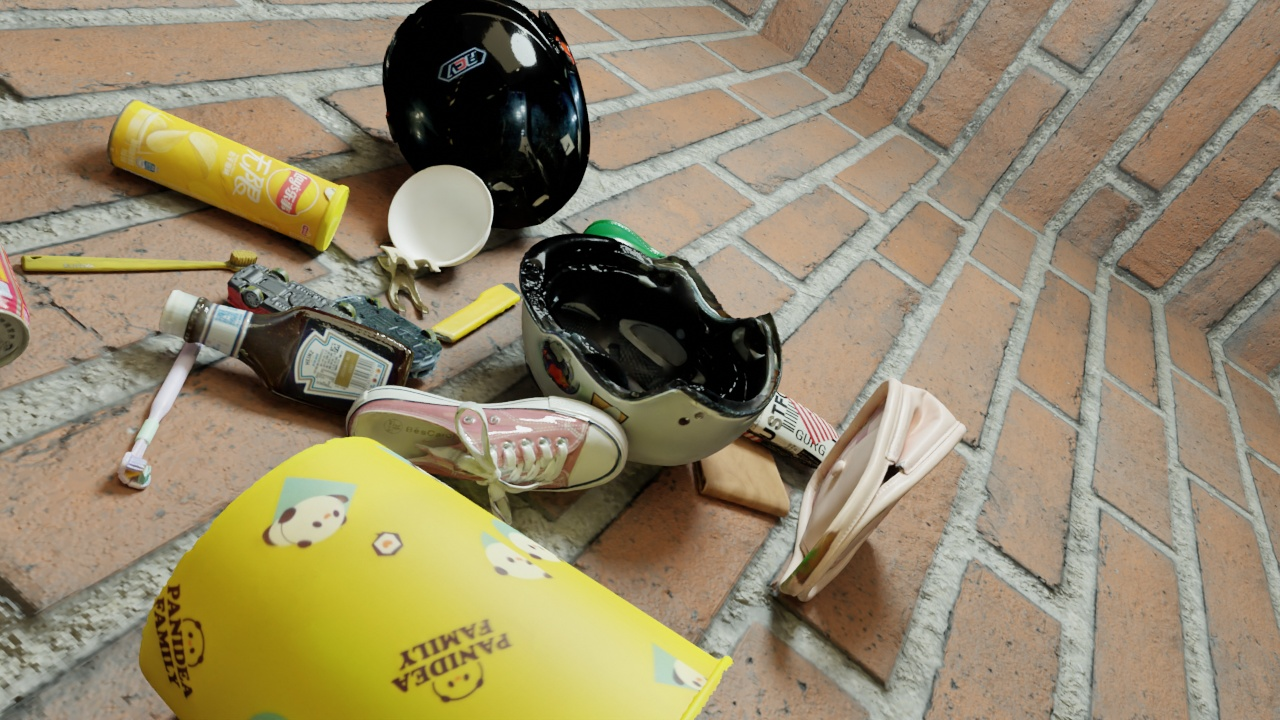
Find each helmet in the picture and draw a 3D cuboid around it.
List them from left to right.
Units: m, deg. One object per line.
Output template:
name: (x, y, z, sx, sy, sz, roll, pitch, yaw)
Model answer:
helmet: (-0.176, -0.291, 1.084, 0.275, 0.233, 0.230, 58, 8, -67)
helmet: (-0.005, 0.005, 0.910, 0.274, 0.157, 0.229, 29, 36, 14)

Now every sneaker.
sneaker: (-0.121, 0.077, 0.761, 0.241, 0.118, 0.087, 10, 23, -18)

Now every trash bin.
trash bin: (-0.116, 0.188, 0.518, 0.255, 0.230, 0.228, 34, 32, 15)

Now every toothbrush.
toothbrush: (-0.434, -0.088, 0.810, 0.189, 0.017, 0.015, -6, 45, -44)
toothbrush: (-0.364, 0.024, 0.712, 0.021, 0.029, 0.188, -12, 38, 2)

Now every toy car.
toy car: (-0.310, -0.042, 0.823, 0.120, 0.045, 0.052, 27, 34, 1)
toy car: (-0.243, -0.024, 0.866, 0.121, 0.037, 0.054, 32, 30, 20)

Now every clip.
clip: (-0.238, -0.098, 0.943, 0.035, 0.095, 0.102, 2, 53, -38)

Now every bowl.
bowl: (-0.213, -0.149, 1.022, 0.118, 0.118, 0.065, 41, -6, 15)

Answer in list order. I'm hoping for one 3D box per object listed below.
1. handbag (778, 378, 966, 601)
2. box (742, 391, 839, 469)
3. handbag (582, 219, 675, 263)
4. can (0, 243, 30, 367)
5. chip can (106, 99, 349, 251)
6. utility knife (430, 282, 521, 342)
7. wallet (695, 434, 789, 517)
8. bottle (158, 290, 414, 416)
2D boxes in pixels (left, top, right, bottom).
handbag: (0.204, 0.142, 0.883, 0.093, 0.194, 0.233, 36, 42, 11)
box: (0.153, 0.066, 1.024, 0.164, 0.052, 0.068, 25, 37, -8)
handbag: (-0.032, -0.085, 1.036, 0.120, 0.132, 0.067, 26, 36, -14)
can: (-0.484, -0.044, 0.659, 0.066, 0.067, 0.094, -7, 49, -45)
chip can: (-0.405, -0.181, 0.913, 0.213, 0.072, 0.072, 22, 33, -13)
utility knife: (-0.174, -0.052, 0.979, 0.033, 0.015, 0.155, 31, 32, 11)
wallet: (0.104, 0.113, 0.983, 0.101, 0.020, 0.115, 19, 31, -17)
bottle: (-0.293, -0.009, 0.764, 0.194, 0.079, 0.044, 20, -9, -20)
